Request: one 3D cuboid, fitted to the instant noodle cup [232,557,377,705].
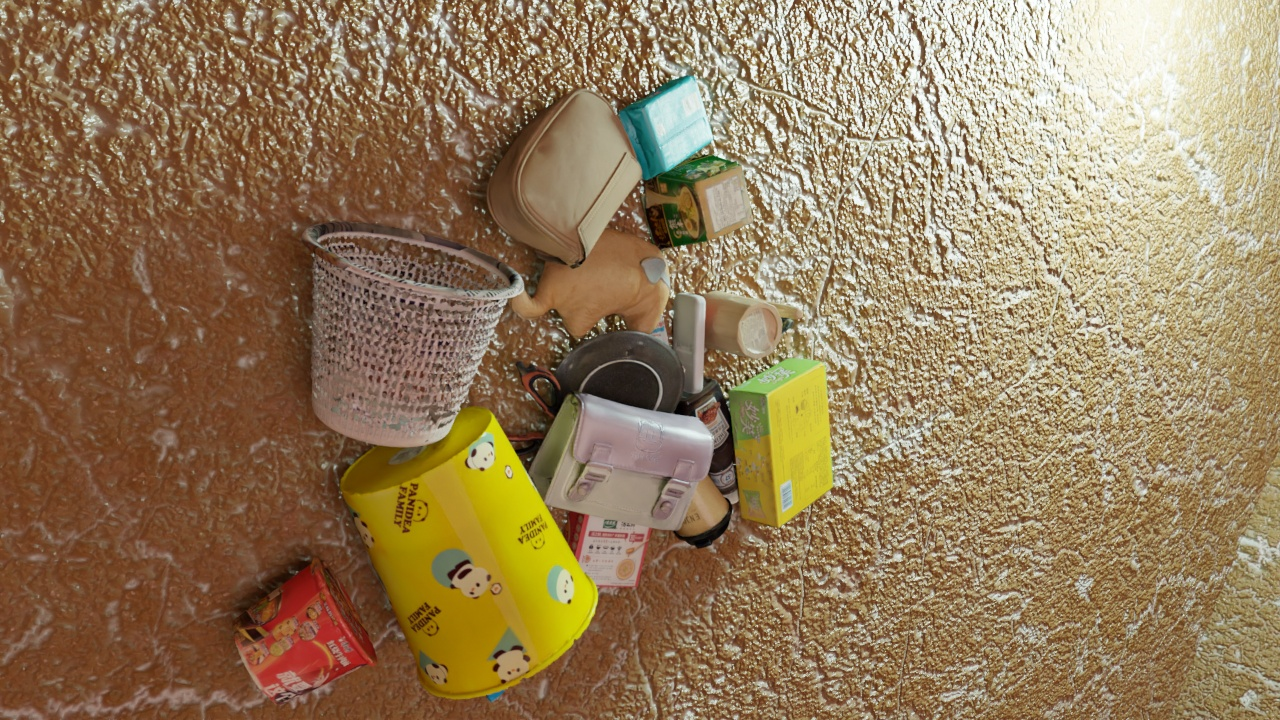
[{"bbox_3d":[-0.370,0.304,1.009,0.108,0.138,0.138,-30,115,-15],"label":"instant noodle cup"}]

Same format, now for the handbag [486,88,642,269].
[{"bbox_3d":[-0.090,-0.214,1.083,0.148,0.100,0.204,47,57,-26],"label":"handbag"}]

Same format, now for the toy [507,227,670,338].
[{"bbox_3d":[-0.065,-0.100,1.143,0.225,0.083,0.143,-1,84,-30],"label":"toy"}]

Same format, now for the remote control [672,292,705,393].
[{"bbox_3d":[0.067,-0.024,1.260,0.020,0.056,0.136,-8,104,-34],"label":"remote control"}]

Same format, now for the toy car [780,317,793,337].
[{"bbox_3d":[0.185,-0.040,1.342,0.090,0.043,0.034,-43,147,-14],"label":"toy car"}]

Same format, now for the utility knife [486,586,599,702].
[{"bbox_3d":[-0.131,0.374,1.243,0.213,0.018,0.034,-42,118,-17],"label":"utility knife"}]

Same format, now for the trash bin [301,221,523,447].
[{"bbox_3d":[-0.255,-0.023,0.973,0.227,0.227,0.192,5,110,-34],"label":"trash bin"}]

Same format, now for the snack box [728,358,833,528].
[{"bbox_3d":[0.211,0.119,1.356,0.157,0.070,0.210,-24,113,-43],"label":"snack box"}]

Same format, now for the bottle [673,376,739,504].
[{"bbox_3d":[0.104,0.122,1.325,0.079,0.044,0.195,-32,117,-26],"label":"bottle"}]

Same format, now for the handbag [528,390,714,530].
[{"bbox_3d":[-0.020,0.127,1.159,0.196,0.098,0.145,15,104,-27],"label":"handbag"}]

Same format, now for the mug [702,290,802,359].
[{"bbox_3d":[0.149,-0.055,1.277,0.124,0.104,0.084,-21,111,-27],"label":"mug"}]

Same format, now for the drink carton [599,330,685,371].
[{"bbox_3d":[-0.007,0.007,1.215,0.122,0.045,0.053,21,104,-26],"label":"drink carton"}]

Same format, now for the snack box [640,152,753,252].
[{"bbox_3d":[0.080,-0.204,1.197,0.118,0.106,0.117,-26,114,-25],"label":"snack box"}]

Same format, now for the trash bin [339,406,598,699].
[{"bbox_3d":[-0.201,0.208,1.047,0.229,0.230,0.255,-30,110,-24],"label":"trash bin"}]

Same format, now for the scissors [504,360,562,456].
[{"bbox_3d":[-0.112,0.086,1.162,0.189,0.015,0.227,-32,124,-2],"label":"scissors"}]

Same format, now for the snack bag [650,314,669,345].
[{"bbox_3d":[0.020,-0.034,1.244,0.045,0.026,0.105,-21,115,-15],"label":"snack bag"}]

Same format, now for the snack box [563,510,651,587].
[{"bbox_3d":[-0.046,0.243,1.253,0.113,0.044,0.127,11,96,-33],"label":"snack box"}]

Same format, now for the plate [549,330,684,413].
[{"bbox_3d":[-0.028,0.043,1.186,0.179,0.024,0.180,-6,123,-9],"label":"plate"}]

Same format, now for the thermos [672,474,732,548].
[{"bbox_3d":[0.066,0.184,1.290,0.093,0.093,0.143,-37,111,-21],"label":"thermos"}]

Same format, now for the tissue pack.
[{"bbox_3d":[0.032,-0.296,1.163,0.133,0.050,0.093,-41,121,-38],"label":"tissue pack"}]
